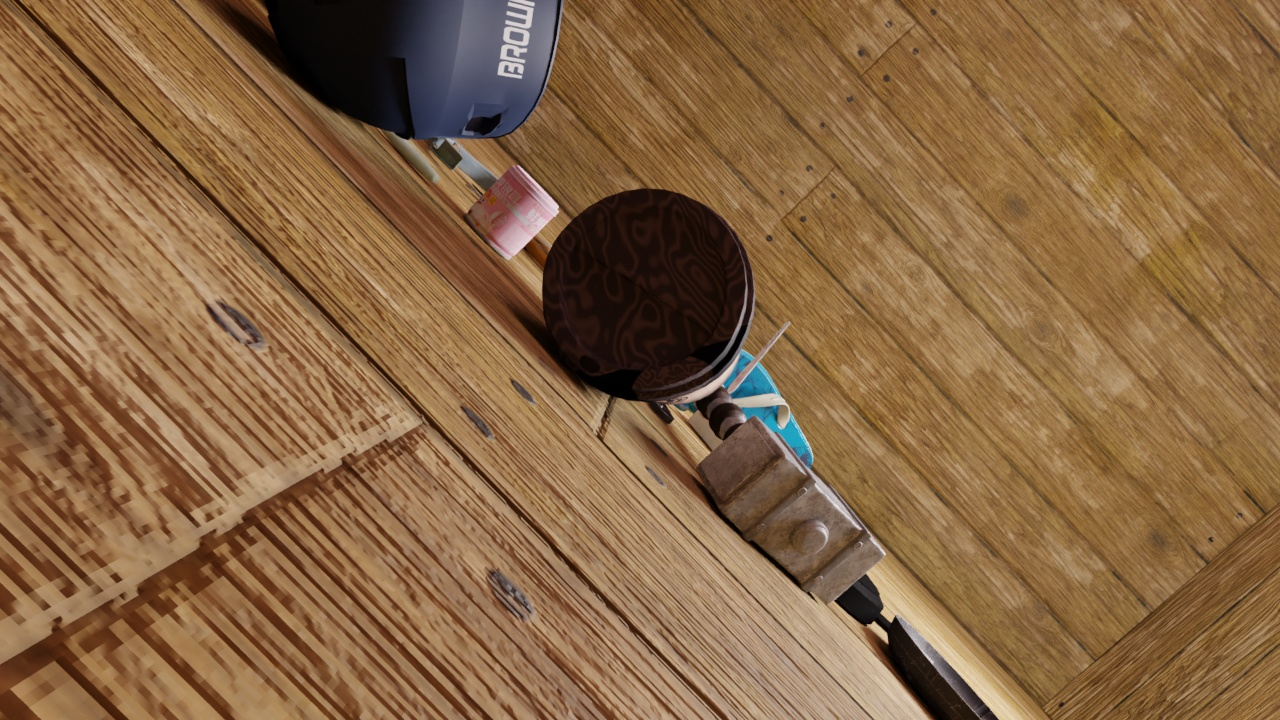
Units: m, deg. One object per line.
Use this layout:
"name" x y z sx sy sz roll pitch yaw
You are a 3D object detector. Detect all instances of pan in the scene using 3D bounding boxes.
"pan" 0.237 0.247 1.080 0.356 0.034 0.225 43 6 -22
"pan" 0.364 0.399 0.903 0.207 0.040 0.357 41 8 -47

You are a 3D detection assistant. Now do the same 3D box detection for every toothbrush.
"toothbrush" -0.253 -0.232 0.926 0.155 0.015 0.022 47 -27 13
"toothbrush" 0.135 0.017 1.206 0.010 0.181 0.010 43 6 30

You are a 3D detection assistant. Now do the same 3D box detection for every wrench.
"wrench" -0.006 0.006 1.074 0.073 0.018 0.273 39 9 -26

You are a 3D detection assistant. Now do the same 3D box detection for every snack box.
"snack box" 0.122 0.119 1.175 0.082 0.026 0.150 49 7 38

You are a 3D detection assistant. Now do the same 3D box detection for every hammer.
"hammer" 0.108 0.089 0.935 0.177 0.079 0.326 43 8 -29

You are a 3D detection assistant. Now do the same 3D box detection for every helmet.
"helmet" -0.215 -0.313 0.803 0.222 0.232 0.272 1 7 -27

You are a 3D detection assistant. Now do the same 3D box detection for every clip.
"clip" -0.230 -0.255 1.189 0.164 0.032 0.165 41 5 -15

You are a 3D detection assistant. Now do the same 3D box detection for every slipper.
"slipper" 0.164 0.085 1.309 0.295 0.118 0.060 49 -4 -28

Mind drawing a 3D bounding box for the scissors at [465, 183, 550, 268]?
"scissors" -0.149 -0.163 1.234 0.225 0.016 0.229 46 6 24

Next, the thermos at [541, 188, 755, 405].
"thermos" 0.019 -0.038 0.818 0.172 0.172 0.226 47 0 13

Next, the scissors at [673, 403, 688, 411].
"scissors" 0.003 0.009 0.995 0.140 0.011 0.133 44 17 0

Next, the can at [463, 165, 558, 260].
"can" -0.132 -0.153 0.946 0.067 0.076 0.067 46 5 -6
